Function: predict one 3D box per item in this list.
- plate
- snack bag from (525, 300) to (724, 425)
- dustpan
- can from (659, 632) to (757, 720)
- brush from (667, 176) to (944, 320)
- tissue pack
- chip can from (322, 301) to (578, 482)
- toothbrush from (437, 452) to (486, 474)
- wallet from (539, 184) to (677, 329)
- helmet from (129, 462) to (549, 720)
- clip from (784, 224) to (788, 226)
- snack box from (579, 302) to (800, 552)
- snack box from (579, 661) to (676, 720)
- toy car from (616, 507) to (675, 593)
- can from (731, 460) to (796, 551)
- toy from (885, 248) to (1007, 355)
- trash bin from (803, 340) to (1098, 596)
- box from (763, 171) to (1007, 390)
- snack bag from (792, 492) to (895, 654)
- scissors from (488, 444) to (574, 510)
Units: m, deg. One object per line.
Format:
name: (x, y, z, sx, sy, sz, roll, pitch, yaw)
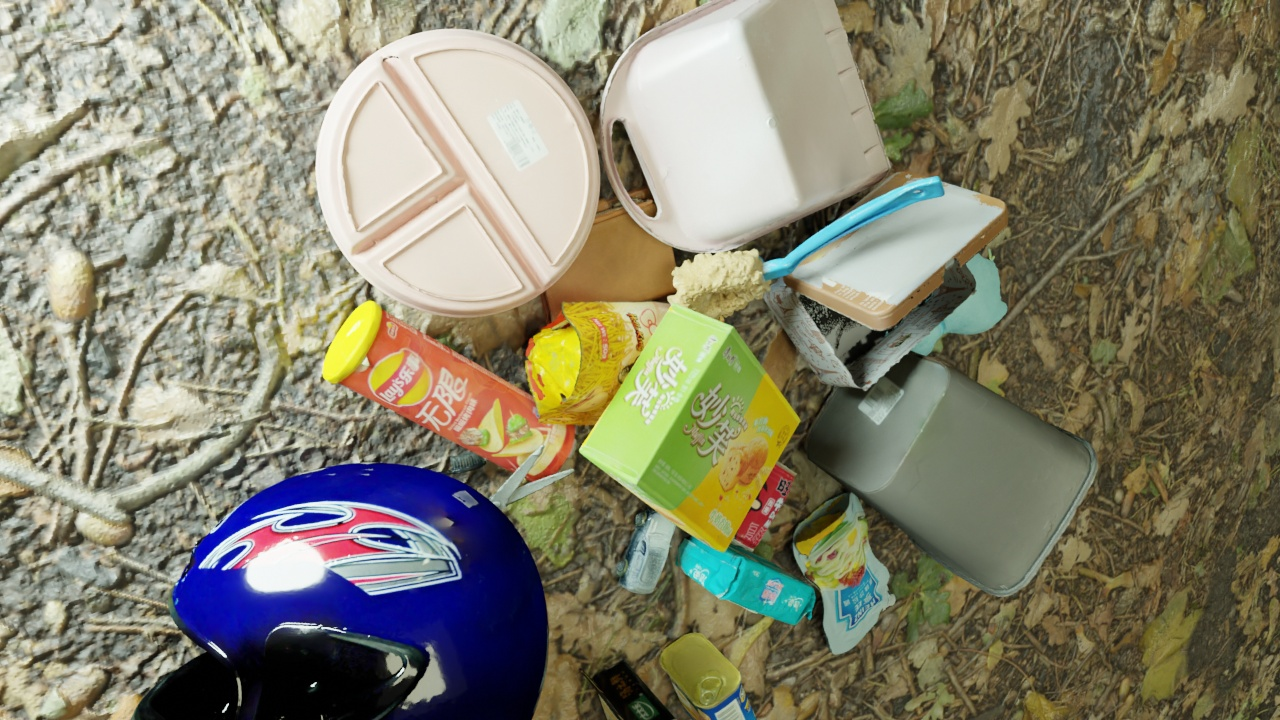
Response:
plate: (-0.139, -0.147, 0.735, 0.229, 0.028, 0.229, -4, 102, -19)
snack bag: (-0.005, 0.005, 0.840, 0.207, 0.073, 0.129, 3, 102, -45)
dustpan: (0.093, -0.225, 0.842, 0.272, 0.139, 0.222, -37, 110, -48)
can: (0.074, 0.353, 0.973, 0.057, 0.102, 0.083, -31, 119, -17)
brush: (0.142, -0.100, 0.809, 0.255, 0.045, 0.083, -25, 147, 17)
tissue pack: (0.111, 0.229, 0.961, 0.133, 0.093, 0.050, 28, 86, -31)
chip can: (-0.154, 0.032, 0.774, 0.216, 0.073, 0.073, 32, 88, -32)
toothbrush: (-0.224, 0.100, 0.790, 0.188, 0.014, 0.017, -7, 100, -26)
wallet: (-0.033, -0.090, 0.825, 0.131, 0.031, 0.108, -23, 115, -21)
helmet: (-0.229, 0.200, 0.693, 0.315, 0.247, 0.240, -6, 94, -2)
clip: (0.099, -0.158, 0.878, 0.100, 0.035, 0.071, 21, 95, -23)
snack box: (0.054, 0.069, 0.841, 0.157, 0.070, 0.210, -58, 144, -11)
snack box: (-0.001, 0.375, 0.931, 0.053, 0.113, 0.126, -25, 115, -21)
toy car: (0.009, 0.194, 0.931, 0.043, 0.034, 0.090, 18, 94, -28)
can: (0.112, 0.141, 0.950, 0.066, 0.066, 0.094, 33, 87, -31)
toy: (0.337, -0.065, 1.021, 0.161, 0.050, 0.156, 29, 97, -24)
trash bin: (0.320, 0.102, 0.985, 0.219, 0.199, 0.198, 32, 90, -25)
box: (0.243, -0.081, 0.872, 0.182, 0.187, 0.155, -40, 103, -12)
snack bag: (0.239, 0.252, 1.070, 0.110, 0.039, 0.191, -40, 120, -25)
scissors: (-0.133, 0.136, 0.810, 0.165, 0.012, 0.157, -6, 127, -2)
